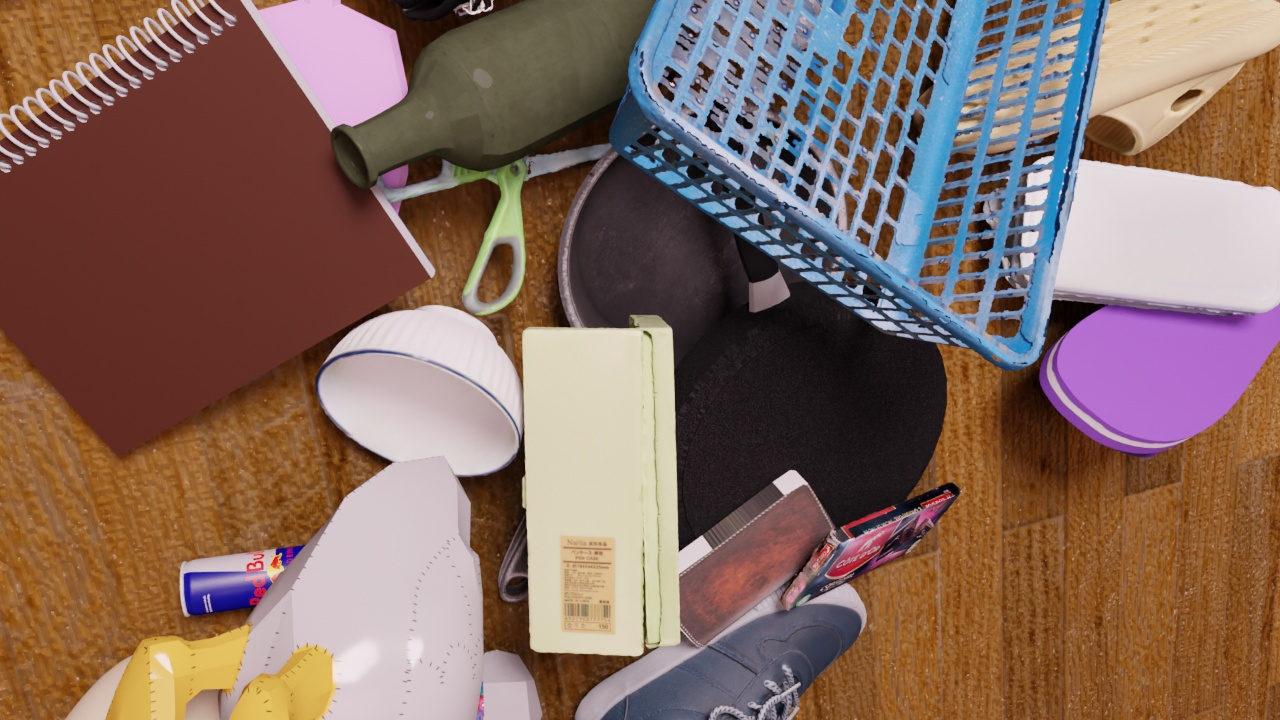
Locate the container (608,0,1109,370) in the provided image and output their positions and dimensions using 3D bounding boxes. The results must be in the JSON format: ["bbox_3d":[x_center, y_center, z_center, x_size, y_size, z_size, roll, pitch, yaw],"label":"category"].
[{"bbox_3d":[0.131,-0.198,0.501,0.257,0.089,0.361,30,67,-23],"label":"container"}]

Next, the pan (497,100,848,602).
[{"bbox_3d":[-0.003,0.004,0.586,0.187,0.055,0.357,24,107,-28],"label":"pan"}]

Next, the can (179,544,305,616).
[{"bbox_3d":[-0.223,0.130,0.551,0.095,0.032,0.032,-5,104,-18],"label":"can"}]

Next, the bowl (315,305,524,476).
[{"bbox_3d":[-0.119,0.010,0.530,0.118,0.118,0.062,33,49,-23],"label":"bowl"}]

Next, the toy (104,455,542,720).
[{"bbox_3d":[-0.139,0.176,0.514,0.267,0.141,0.246,16,81,-61],"label":"toy"}]

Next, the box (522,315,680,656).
[{"bbox_3d":[-0.015,0.068,0.534,0.091,0.083,0.188,3,99,10],"label":"box"}]

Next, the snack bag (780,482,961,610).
[{"bbox_3d":[0.164,0.128,0.647,0.154,0.018,0.075,-10,138,-40],"label":"snack bag"}]

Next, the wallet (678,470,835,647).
[{"bbox_3d":[0.070,0.133,0.610,0.123,0.019,0.072,-37,125,-2],"label":"wallet"}]

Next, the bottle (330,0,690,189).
[{"bbox_3d":[-0.065,-0.146,0.482,0.206,0.072,0.071,-36,113,-31],"label":"bottle"}]

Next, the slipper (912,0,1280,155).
[{"bbox_3d":[0.308,-0.183,0.630,0.261,0.111,0.079,-21,130,-9],"label":"slipper"}]

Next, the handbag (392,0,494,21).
[{"bbox_3d":[-0.066,-0.248,0.453,0.153,0.115,0.125,-42,124,-35],"label":"handbag"}]

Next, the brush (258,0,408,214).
[{"bbox_3d":[-0.170,-0.176,0.490,0.089,0.043,0.229,0,103,-19],"label":"brush"}]

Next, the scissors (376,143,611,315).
[{"bbox_3d":[-0.078,-0.112,0.524,0.159,0.025,0.171,21,79,-31],"label":"scissors"}]

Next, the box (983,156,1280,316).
[{"bbox_3d":[0.356,-0.085,0.640,0.215,0.122,0.083,3,147,-16],"label":"box"}]

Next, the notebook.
[{"bbox_3d":[-0.242,-0.065,0.471,0.209,0.022,0.171,-28,112,9],"label":"notebook"}]

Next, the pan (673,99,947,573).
[{"bbox_3d":[0.093,0.002,0.585,0.225,0.034,0.357,-25,124,-10],"label":"pan"}]

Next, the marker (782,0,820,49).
[{"bbox_3d":[0.085,-0.261,0.568,0.027,0.023,0.133,-38,113,-30],"label":"marker"}]

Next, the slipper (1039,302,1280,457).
[{"bbox_3d":[0.390,0.001,0.699,0.265,0.084,0.107,-29,72,-28],"label":"slipper"}]

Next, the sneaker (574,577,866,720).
[{"bbox_3d":[0.065,0.233,0.637,0.235,0.087,0.089,-27,126,-10],"label":"sneaker"}]

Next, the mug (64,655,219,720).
[{"bbox_3d":[-0.265,0.224,0.521,0.096,0.099,0.120,-41,110,9],"label":"mug"}]
